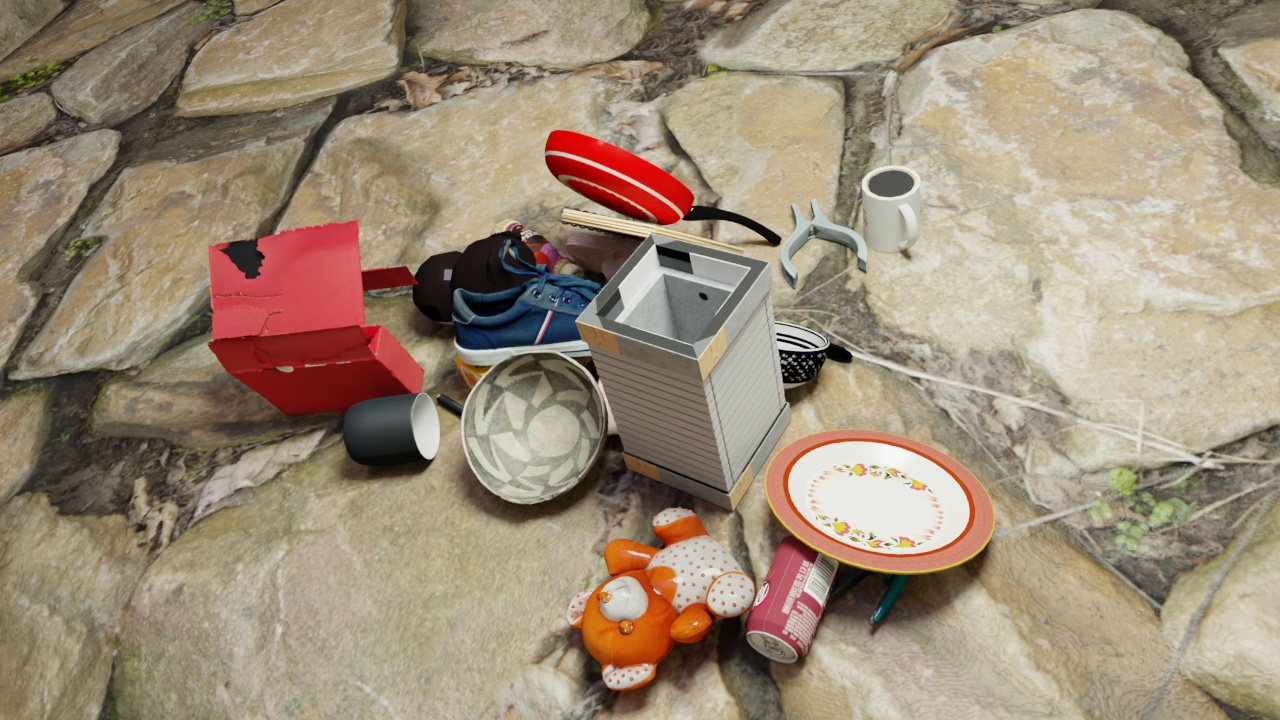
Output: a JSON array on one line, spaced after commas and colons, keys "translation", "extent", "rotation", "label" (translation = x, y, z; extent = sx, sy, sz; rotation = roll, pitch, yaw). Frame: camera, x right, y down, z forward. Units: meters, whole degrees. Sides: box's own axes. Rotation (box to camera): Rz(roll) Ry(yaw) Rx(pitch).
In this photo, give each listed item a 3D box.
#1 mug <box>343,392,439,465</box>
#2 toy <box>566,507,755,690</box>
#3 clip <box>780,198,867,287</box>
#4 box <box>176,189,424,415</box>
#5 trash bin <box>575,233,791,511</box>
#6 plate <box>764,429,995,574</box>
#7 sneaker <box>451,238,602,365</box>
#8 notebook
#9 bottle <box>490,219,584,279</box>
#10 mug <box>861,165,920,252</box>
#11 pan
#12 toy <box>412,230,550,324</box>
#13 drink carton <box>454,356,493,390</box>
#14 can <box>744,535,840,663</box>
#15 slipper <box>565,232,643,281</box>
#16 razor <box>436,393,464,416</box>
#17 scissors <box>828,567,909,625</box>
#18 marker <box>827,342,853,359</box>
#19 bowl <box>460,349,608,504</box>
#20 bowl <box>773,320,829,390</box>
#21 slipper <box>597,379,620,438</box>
[{"translation": [-0.309, 0.081, 1.163], "extent": [0.094, 0.085, 0.121], "rotation": [-7, 18, 9], "label": "mug"}, {"translation": [0.015, 0.233, 0.907], "extent": [0.172, 0.093, 0.164], "rotation": [-32, 40, -12], "label": "toy"}, {"translation": [0.217, -0.155, 1.267], "extent": [0.158, 0.030, 0.173], "rotation": [-23, 45, -8], "label": "clip"}, {"translation": [-0.423, -0.046, 1.145], "extent": [0.211, 0.319, 0.121], "rotation": [-5, 38, 13], "label": "box"}, {"translation": [0.057, 0.016, 0.993], "extent": [0.142, 0.247, 0.142], "rotation": [19, 55, 30], "label": "trash bin"}, {"translation": [0.242, 0.144, 0.943], "extent": [0.230, 0.021, 0.229], "rotation": [1, 31, -1], "label": "plate"}, {"translation": [-0.095, -0.080, 1.149], "extent": [0.294, 0.127, 0.120], "rotation": [-7, 34, -1], "label": "sneaker"}, {"translation": [0.017, -0.169, 1.225], "extent": [0.168, 0.225, 0.024], "rotation": [17, 98, 36], "label": "notebook"}, {"translation": [-0.150, -0.153, 1.349], "extent": [0.166, 0.060, 0.059], "rotation": [32, 62, 32], "label": "bottle"}, {"translation": [0.340, -0.193, 1.222], "extent": [0.073, 0.090, 0.105], "rotation": [-18, 45, -1], "label": "mug"}, {"translation": [0.033, -0.214, 1.241], "extent": [0.067, 0.356, 0.209], "rotation": [-66, 19, -1], "label": "pan"}, {"translation": [-0.240, -0.106, 1.271], "extent": [0.184, 0.140, 0.159], "rotation": [-2, 72, 25], "label": "toy"}, {"translation": [-0.177, 0.028, 1.183], "extent": [0.122, 0.059, 0.040], "rotation": [25, 58, 34], "label": "drink carton"}, {"translation": [0.148, 0.230, 0.892], "extent": [0.063, 0.063, 0.113], "rotation": [13, 52, 27], "label": "can"}, {"translation": [-0.016, -0.116, 1.245], "extent": [0.240, 0.094, 0.064], "rotation": [20, 72, 36], "label": "slipper"}, {"translation": [-0.215, 0.074, 1.179], "extent": [0.144, 0.022, 0.043], "rotation": [27, 99, 39], "label": "razor"}, {"translation": [0.250, 0.207, 0.915], "extent": [0.123, 0.019, 0.148], "rotation": [-6, 40, 16], "label": "scissors"}, {"translation": [0.203, -0.028, 1.152], "extent": [0.139, 0.022, 0.016], "rotation": [22, 62, 31], "label": "marker"}, {"translation": [-0.116, 0.080, 1.086], "extent": [0.178, 0.081, 0.178], "rotation": [-3, 78, 14], "label": "bowl"}, {"translation": [0.160, -0.001, 1.099], "extent": [0.120, 0.066, 0.120], "rotation": [7, 18, -2], "label": "bowl"}, {"translation": [-0.007, 0.007, 1.157], "extent": [0.107, 0.056, 0.221], "rotation": [3, 49, 21], "label": "slipper"}]
